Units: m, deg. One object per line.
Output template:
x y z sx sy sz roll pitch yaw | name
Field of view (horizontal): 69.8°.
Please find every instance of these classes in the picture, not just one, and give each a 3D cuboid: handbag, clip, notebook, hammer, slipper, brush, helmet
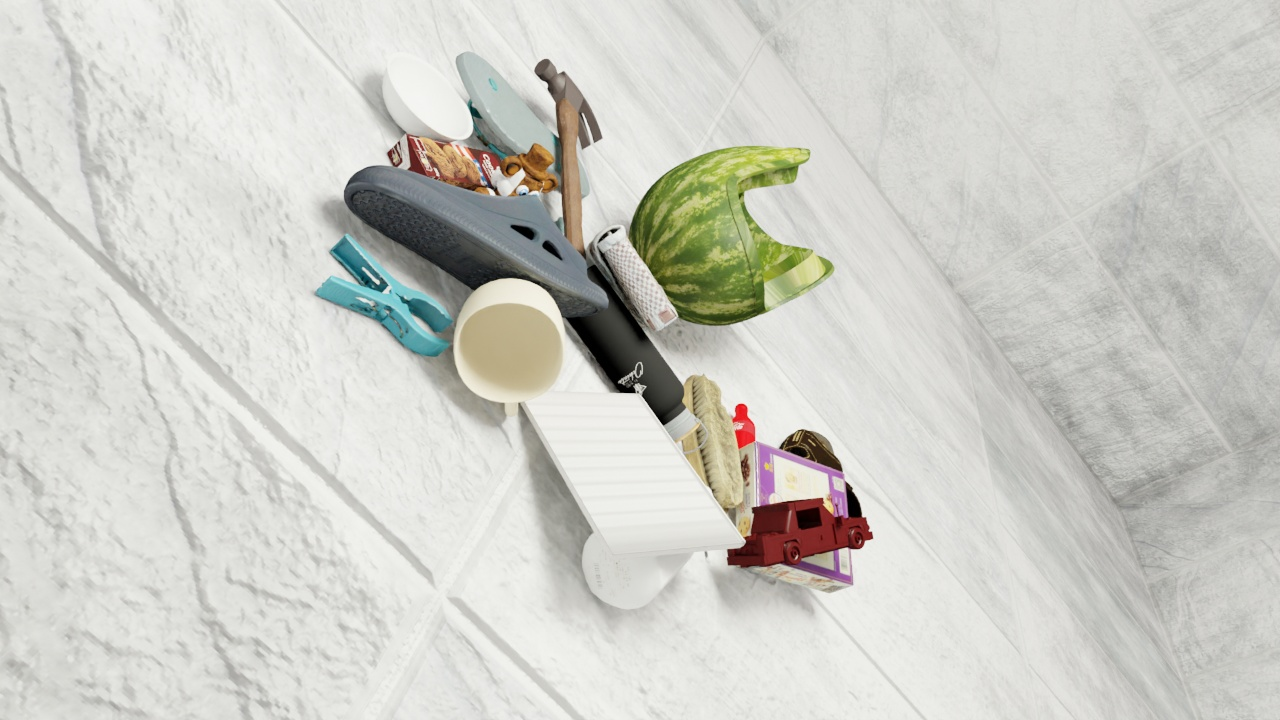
-0.016 -0.091 1.048 0.124 0.047 0.186 55 -2 -7 | handbag
-0.212 -0.039 0.768 0.127 0.028 0.113 31 38 -39 | clip
-0.012 0.096 0.836 0.142 0.009 0.209 3 35 -36 | notebook
-0.085 -0.238 1.116 0.115 0.033 0.322 45 30 -44 | hammer
-0.146 -0.263 1.106 0.268 0.055 0.098 35 35 -55 | slipper
-0.144 -0.121 0.862 0.268 0.111 0.083 28 65 -32 | slipper
0.237 0.170 1.201 0.113 0.076 0.267 49 28 -14 | slipper
0.082 0.093 1.073 0.059 0.043 0.195 33 36 -38 | brush
0.101 -0.154 1.168 0.246 0.244 0.213 -34 121 -32 | helmet

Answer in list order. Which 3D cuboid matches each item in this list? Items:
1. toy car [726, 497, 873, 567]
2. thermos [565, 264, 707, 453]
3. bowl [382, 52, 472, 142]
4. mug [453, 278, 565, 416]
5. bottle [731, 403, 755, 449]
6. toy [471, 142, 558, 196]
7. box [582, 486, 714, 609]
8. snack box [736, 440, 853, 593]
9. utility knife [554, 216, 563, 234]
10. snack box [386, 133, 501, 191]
0.169 0.181 0.981 0.169 0.070 0.062 -2 81 -38 | toy car
-0.006 0.006 1.008 0.231 0.061 0.061 54 27 -4 | thermos
-0.233 -0.266 0.965 0.110 0.041 0.109 38 32 -30 | bowl
-0.117 -0.013 0.825 0.099 0.096 0.120 -107 -163 -67 | mug
0.127 0.096 1.150 0.036 0.036 0.118 43 29 -23 | bottle
-0.131 -0.170 0.953 0.087 0.113 0.067 14 37 -52 | toy
0.019 0.167 0.847 0.165 0.093 0.083 -25 101 -64 | box
0.178 0.182 1.065 0.148 0.041 0.143 22 54 -27 | snack box
-0.112 -0.121 1.026 0.031 0.015 0.204 51 31 -15 | utility knife
-0.194 -0.196 0.960 0.140 0.032 0.051 -6 65 -60 | snack box
